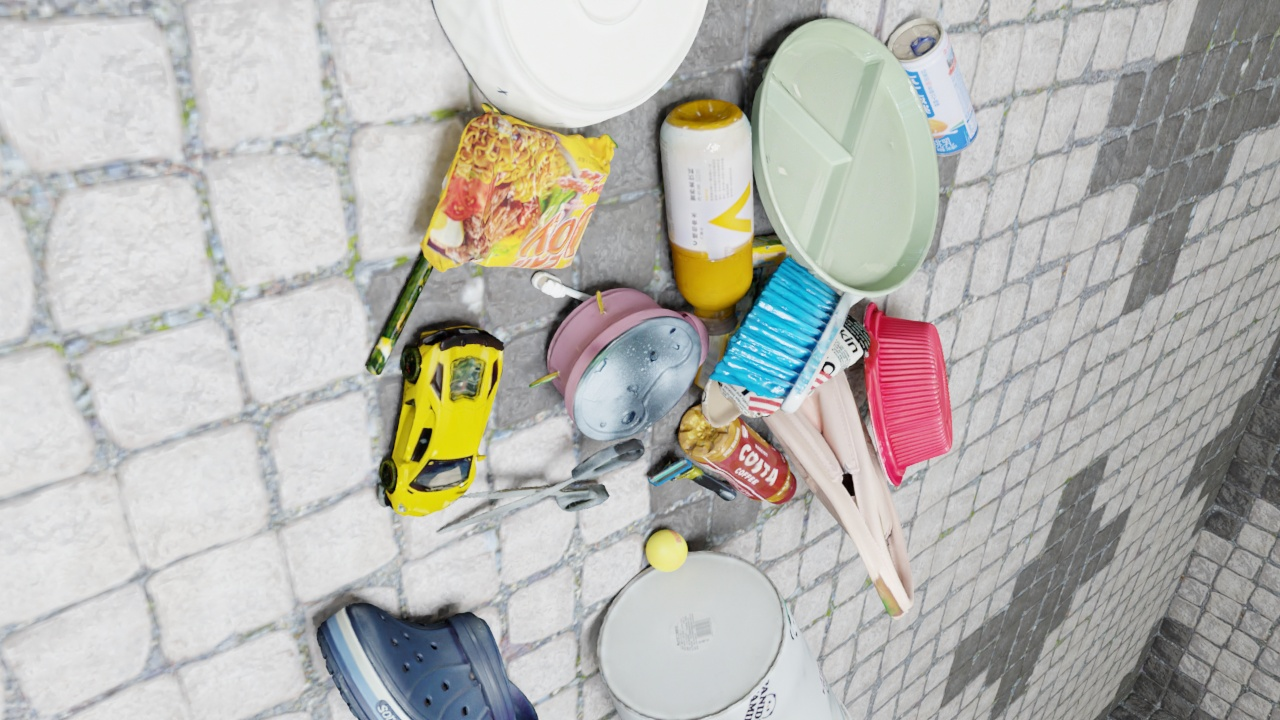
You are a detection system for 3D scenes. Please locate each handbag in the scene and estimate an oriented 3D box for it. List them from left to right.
[{"bbox_3d":[0.207,0.136,0.888,0.093,0.234,0.193,-26,143,10],"label":"handbag"}]

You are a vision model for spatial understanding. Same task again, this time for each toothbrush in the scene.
[{"bbox_3d":[-0.133,-0.072,0.602,0.186,0.017,0.012,-62,174,6],"label":"toothbrush"},{"bbox_3d":[-0.018,-0.038,0.732,0.180,0.016,0.016,19,109,-48],"label":"toothbrush"}]

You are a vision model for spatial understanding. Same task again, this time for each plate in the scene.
[{"bbox_3d":[-0.031,-0.245,0.573,0.204,0.045,0.205,-24,129,-33],"label":"plate"},{"bbox_3d":[0.172,-0.165,0.760,0.229,0.028,0.230,4,84,-38],"label":"plate"}]

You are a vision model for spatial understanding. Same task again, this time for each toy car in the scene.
[{"bbox_3d":[-0.139,0.047,0.652,0.071,0.041,0.156,0,115,-43],"label":"toy car"}]

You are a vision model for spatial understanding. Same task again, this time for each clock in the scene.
[{"bbox_3d":[-0.004,0.004,0.728,0.158,0.060,0.117,20,111,-49],"label":"clock"}]

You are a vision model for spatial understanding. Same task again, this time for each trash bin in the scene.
[{"bbox_3d":[0.082,0.340,0.917,0.229,0.230,0.252,-39,130,-19],"label":"trash bin"}]

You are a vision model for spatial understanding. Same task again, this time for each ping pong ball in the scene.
[{"bbox_3d":[0.025,0.185,0.892,0.040,0.040,0.040,-23,128,-33],"label":"ping pong ball"}]

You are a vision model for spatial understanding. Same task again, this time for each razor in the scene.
[{"bbox_3d":[0.058,0.116,0.896,0.043,0.022,0.142,-32,148,20],"label":"razor"}]

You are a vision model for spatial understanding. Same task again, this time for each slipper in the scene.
[{"bbox_3d":[-0.143,0.254,0.723,0.095,0.105,0.253,-44,140,-5],"label":"slipper"}]

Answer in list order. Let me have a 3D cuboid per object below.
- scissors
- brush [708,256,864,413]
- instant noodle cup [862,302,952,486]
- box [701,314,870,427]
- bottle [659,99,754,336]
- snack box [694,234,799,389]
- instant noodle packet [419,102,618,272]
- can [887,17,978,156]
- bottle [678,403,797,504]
[{"bbox_3d":[-0.075,0.105,0.739,0.181,0.014,0.159,-26,155,1],"label":"scissors"},{"bbox_3d":[0.165,-0.057,0.794,0.313,0.109,0.061,-54,172,-44],"label":"brush"},{"bbox_3d":[0.279,0.031,0.944,0.193,0.066,0.194,-8,90,-66],"label":"instant noodle cup"},{"bbox_3d":[0.125,0.011,0.815,0.162,0.076,0.088,-32,158,-29],"label":"box"},{"bbox_3d":[0.055,-0.105,0.722,0.067,0.068,0.190,-30,133,-28],"label":"bottle"},{"bbox_3d":[0.099,-0.042,0.831,0.086,0.034,0.141,-13,124,-38],"label":"snack box"},{"bbox_3d":[-0.075,-0.105,0.600,0.128,0.044,0.111,-6,128,-58],"label":"instant noodle packet"},{"bbox_3d":[0.272,-0.251,0.851,0.053,0.053,0.134,-53,138,-5],"label":"can"},{"bbox_3d":[0.102,0.097,0.898,0.057,0.057,0.175,-55,139,-3],"label":"bottle"}]
